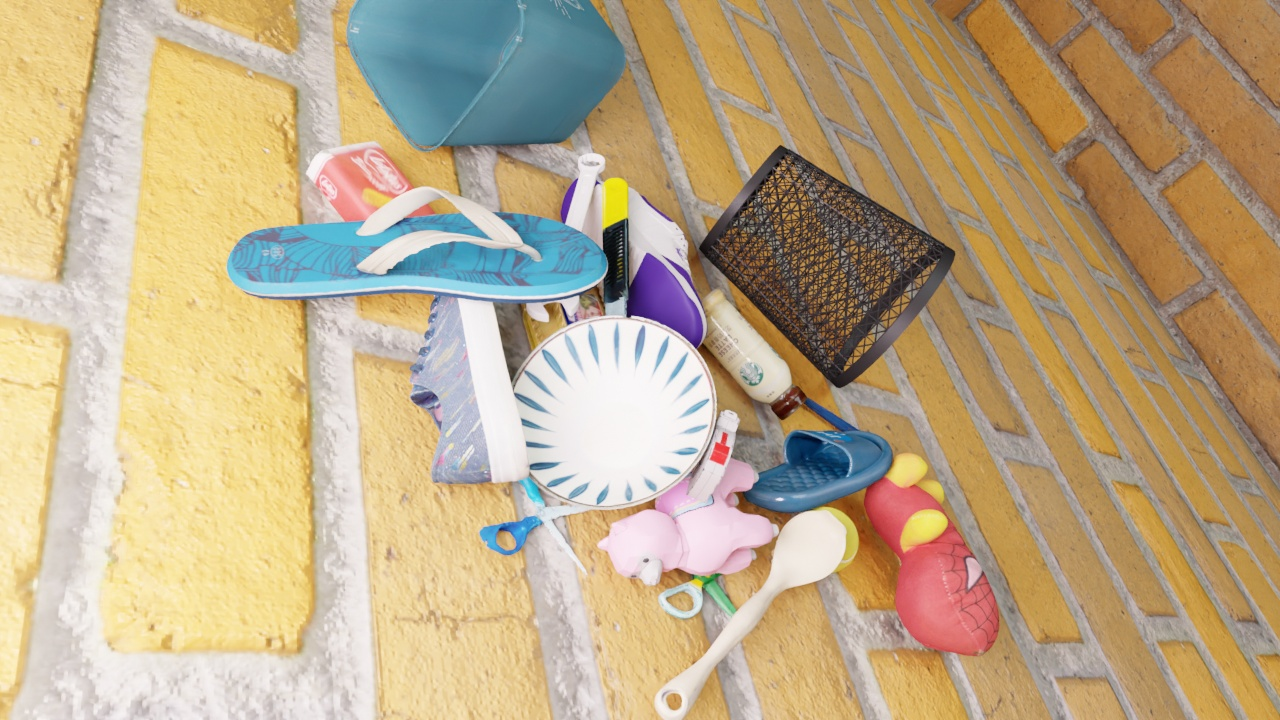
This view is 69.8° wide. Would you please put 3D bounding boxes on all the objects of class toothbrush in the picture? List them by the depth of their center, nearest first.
[{"bbox_3d":[0.213,0.062,1.100,0.190,0.016,0.017,33,45,-18],"label":"toothbrush"}]

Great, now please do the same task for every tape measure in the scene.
[{"bbox_3d":[0.058,0.082,0.765,0.020,0.060,0.062,23,44,-2],"label":"tape measure"}]

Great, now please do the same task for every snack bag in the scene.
[{"bbox_3d":[-0.237,-0.144,0.831,0.116,0.036,0.076,50,36,6],"label":"snack bag"}]

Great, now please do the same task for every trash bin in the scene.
[{"bbox_3d":[-0.151,-0.339,0.988,0.218,0.200,0.196,-11,64,-57],"label":"trash bin"},{"bbox_3d":[0.218,-0.126,1.138,0.243,0.218,0.216,39,36,1],"label":"trash bin"}]

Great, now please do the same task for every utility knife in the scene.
[{"bbox_3d":[-0.025,-0.103,0.910,0.029,0.020,0.202,-3,56,4],"label":"utility knife"}]

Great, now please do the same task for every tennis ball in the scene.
[{"bbox_3d":[0.183,0.179,0.913,0.065,0.065,0.065,26,40,-25],"label":"tennis ball"}]

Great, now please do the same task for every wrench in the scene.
[{"bbox_3d":[-0.067,-0.130,0.909,0.047,0.009,0.272,5,44,4],"label":"wrench"}]

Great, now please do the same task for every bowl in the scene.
[{"bbox_3d":[-0.022,0.054,0.791,0.177,0.071,0.177,-3,62,5],"label":"bowl"}]

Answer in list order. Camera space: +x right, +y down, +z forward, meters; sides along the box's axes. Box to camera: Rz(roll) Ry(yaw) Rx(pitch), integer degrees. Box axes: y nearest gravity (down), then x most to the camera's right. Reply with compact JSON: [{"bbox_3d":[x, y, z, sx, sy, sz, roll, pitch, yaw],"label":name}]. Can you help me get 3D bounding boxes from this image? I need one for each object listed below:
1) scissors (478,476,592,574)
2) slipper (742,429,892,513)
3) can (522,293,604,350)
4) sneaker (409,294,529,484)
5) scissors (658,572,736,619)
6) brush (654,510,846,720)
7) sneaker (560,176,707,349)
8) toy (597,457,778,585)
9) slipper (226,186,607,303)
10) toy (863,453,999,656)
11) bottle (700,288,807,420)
[{"bbox_3d":[-0.085,0.125,0.744,0.127,0.014,0.133,54,32,4],"label":"scissors"},{"bbox_3d":[0.190,0.107,0.960,0.213,0.104,0.059,-18,111,-45],"label":"slipper"},{"bbox_3d":[-0.066,-0.022,0.870,0.059,0.054,0.099,11,48,-41],"label":"can"},{"bbox_3d":[-0.153,-0.001,0.748,0.079,0.088,0.235,-11,54,-14],"label":"sneaker"},{"bbox_3d":[0.053,0.191,0.817,0.125,0.011,0.131,52,38,10],"label":"scissors"},{"bbox_3d":[0.097,0.214,0.785,0.062,0.077,0.271,34,42,22],"label":"brush"},{"bbox_3d":[0.013,-0.100,0.999,0.111,0.092,0.244,-2,50,-47],"label":"sneaker"},{"bbox_3d":[0.037,0.137,0.792,0.157,0.067,0.123,6,46,-27],"label":"toy"},{"bbox_3d":[-0.173,-0.097,0.728,0.294,0.060,0.118,-3,38,-13],"label":"slipper"},{"bbox_3d":[0.309,0.212,0.976,0.147,0.099,0.216,35,33,-43],"label":"toy"},{"bbox_3d":[0.120,-0.005,1.036,0.162,0.057,0.056,48,36,3],"label":"bottle"}]
